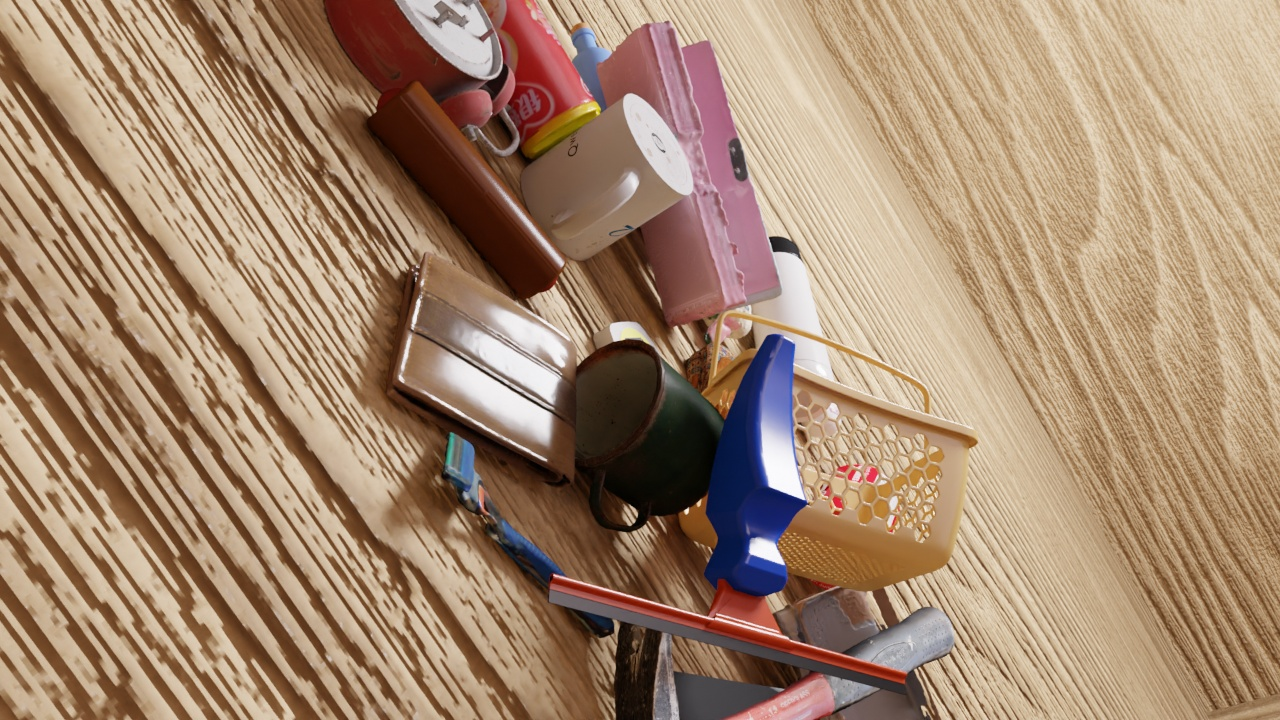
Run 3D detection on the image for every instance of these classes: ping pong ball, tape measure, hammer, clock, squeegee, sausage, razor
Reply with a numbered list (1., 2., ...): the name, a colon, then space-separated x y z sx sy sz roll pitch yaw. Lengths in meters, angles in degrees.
1. ping pong ball: 0.182 0.059 0.927 0.040 0.040 0.040 42 31 -34
2. tape measure: -0.004 0.004 0.667 0.064 0.017 0.065 -3 67 -62
3. hammer: 0.108 0.196 0.566 0.325 0.036 0.140 -2 71 -47
4. clock: -0.128 -0.205 0.600 0.157 0.062 0.109 52 26 -18
5. squeegee: 0.066 0.072 0.524 0.249 0.055 0.184 24 67 -29
6. sausage: -0.104 -0.102 0.568 0.155 0.040 0.040 50 28 -22
7. razor: -0.058 0.098 0.471 0.141 0.018 0.043 53 7 -22

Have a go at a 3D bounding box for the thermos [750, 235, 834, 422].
1. thermos: 0.153 -0.031 0.943 0.229 0.069 0.101 -91 156 -46

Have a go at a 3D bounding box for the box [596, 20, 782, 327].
1. box: 0.052 -0.154 0.759 0.106 0.100 0.232 -16 89 -28

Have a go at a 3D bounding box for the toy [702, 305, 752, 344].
1. toy: 0.070 -0.059 0.838 0.087 0.050 0.112 58 32 -8

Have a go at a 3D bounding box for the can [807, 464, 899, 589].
1. can: 0.182 0.142 0.801 0.074 0.075 0.142 61 26 0

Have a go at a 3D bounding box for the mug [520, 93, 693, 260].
1. mug: -0.028 -0.124 0.660 0.083 0.097 0.119 51 27 -19

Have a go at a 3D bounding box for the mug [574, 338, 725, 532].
1. mug: -0.001 0.055 0.553 0.081 0.085 0.110 41 48 -38

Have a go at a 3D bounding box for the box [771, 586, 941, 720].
1. box: 0.171 0.264 0.641 0.114 0.096 0.217 -16 75 -20

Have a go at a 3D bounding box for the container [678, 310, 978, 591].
1. container: 0.126 0.058 0.651 0.183 0.129 0.166 19 60 -15

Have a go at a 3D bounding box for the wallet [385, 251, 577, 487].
1. wallet: -0.082 0.005 0.507 0.121 0.027 0.098 35 37 -34

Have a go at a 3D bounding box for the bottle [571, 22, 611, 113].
1. bottle: -0.038 -0.251 0.827 0.048 0.048 0.131 19 48 -54

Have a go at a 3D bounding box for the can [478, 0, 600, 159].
1. can: -0.088 -0.219 0.681 0.124 0.067 0.066 58 26 -5

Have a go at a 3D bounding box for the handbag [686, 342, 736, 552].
1. handbag: 0.071 0.069 0.720 0.093 0.043 0.195 45 33 -26
